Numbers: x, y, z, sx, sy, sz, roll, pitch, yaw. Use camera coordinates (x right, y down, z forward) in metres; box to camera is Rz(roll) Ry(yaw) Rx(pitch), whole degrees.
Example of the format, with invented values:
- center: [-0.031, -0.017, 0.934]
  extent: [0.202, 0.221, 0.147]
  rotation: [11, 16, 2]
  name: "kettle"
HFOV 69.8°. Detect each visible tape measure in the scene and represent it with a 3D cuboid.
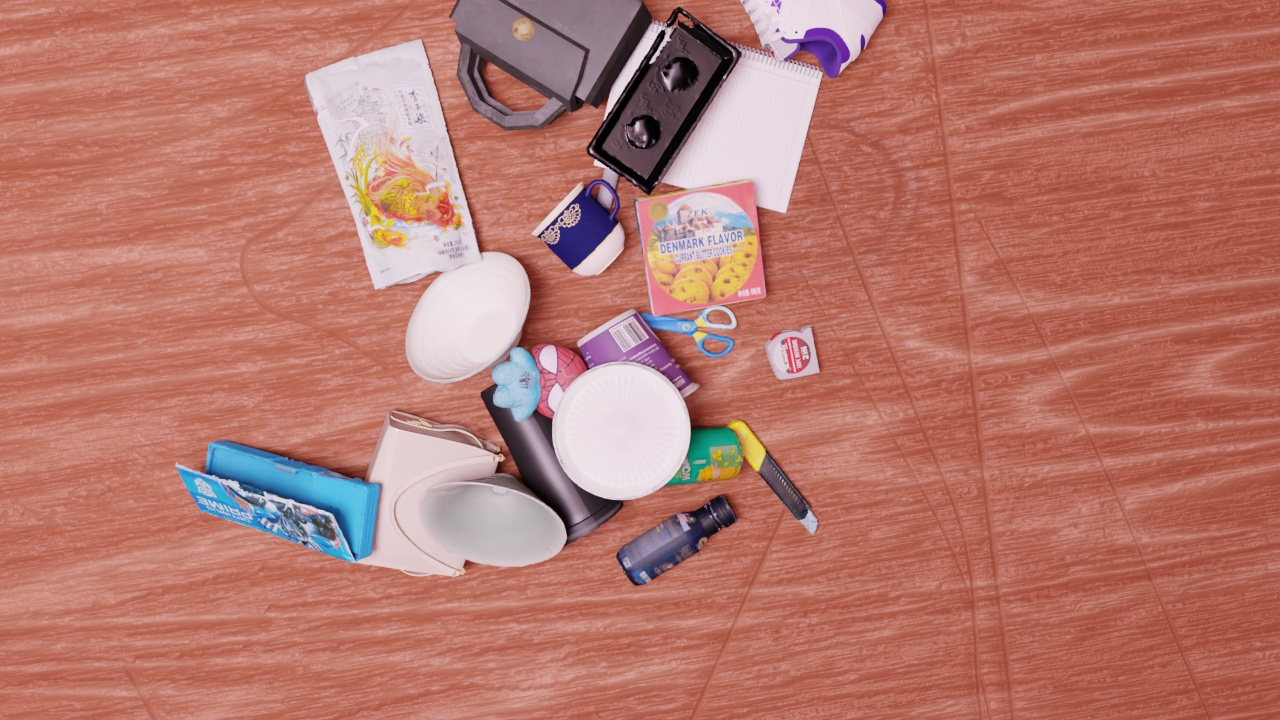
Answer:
- center: [0.192, -0.009, 1.163]
  extent: [0.062, 0.020, 0.060]
  rotation: [-13, 100, -1]
  name: "tape measure"

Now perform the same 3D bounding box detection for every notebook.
- center: [0.083, -0.294, 1.104]
  extent: [0.245, 0.013, 0.178]
  rotation: [12, 99, -11]
  name: "notebook"

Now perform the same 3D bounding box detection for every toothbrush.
- center: [-0.022, -0.277, 1.107]
  extent: [0.019, 0.018, 0.188]
  rotation: [13, 98, -8]
  name: "toothbrush"

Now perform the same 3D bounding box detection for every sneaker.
- center: [0.157, -0.411, 1.061]
  extent: [0.244, 0.092, 0.111]
  rotation: [24, 94, -13]
  name: "sneaker"

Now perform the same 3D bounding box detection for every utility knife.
- center: [0.174, 0.153, 1.188]
  extent: [0.029, 0.020, 0.188]
  rotation: [-38, 98, 3]
  name: "utility knife"

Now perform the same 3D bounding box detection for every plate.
- center: [-0.021, 0.079, 1.043]
  extent: [0.157, 0.014, 0.157]
  rotation: [0, 85, 2]
  name: "plate"

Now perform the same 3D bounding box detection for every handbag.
- center: [-0.242, 0.176, 1.137]
  extent: [0.197, 0.101, 0.195]
  rotation: [17, 98, -18]
  name: "handbag"
- center: [-0.124, -0.360, 1.033]
  extent: [0.197, 0.102, 0.199]
  rotation: [32, 102, 4]
  name: "handbag"

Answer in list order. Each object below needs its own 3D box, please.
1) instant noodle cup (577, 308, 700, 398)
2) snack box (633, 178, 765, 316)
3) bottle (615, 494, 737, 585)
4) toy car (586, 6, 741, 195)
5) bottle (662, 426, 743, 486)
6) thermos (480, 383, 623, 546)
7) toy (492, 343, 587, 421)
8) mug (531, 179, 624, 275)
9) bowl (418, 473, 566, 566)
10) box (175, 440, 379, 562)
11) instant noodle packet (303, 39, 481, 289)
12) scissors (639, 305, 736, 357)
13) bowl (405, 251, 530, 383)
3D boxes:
- center: [-0.007, 0.007, 1.117]
  extent: [0.136, 0.122, 0.122]
  rotation: [-31, 90, -43]
  name: "instant noodle cup"
- center: [0.073, -0.137, 1.117]
  extent: [0.142, 0.040, 0.145]
  rotation: [-10, 107, -1]
  name: "snack box"
- center: [0.047, 0.228, 1.174]
  extent: [0.161, 0.056, 0.056]
  rotation: [-32, 100, 1]
  name: "bottle"
- center: [0.021, -0.294, 1.052]
  extent: [0.094, 0.071, 0.192]
  rotation: [31, 95, -15]
  name: "toy car"
- center: [0.021, 0.119, 1.113]
  extent: [0.209, 0.068, 0.068]
  rotation: [-1, 100, -26]
  name: "bottle"
- center: [-0.113, 0.118, 1.128]
  extent: [0.106, 0.106, 0.218]
  rotation: [-28, 95, 1]
  name: "thermos"
- center: [-0.113, 0.025, 1.064]
  extent: [0.132, 0.062, 0.092]
  rotation: [-4, 78, -42]
  name: "toy"
- center: [-0.059, -0.157, 1.086]
  extent: [0.089, 0.085, 0.112]
  rotation: [44, 119, -11]
  name: "mug"
- center: [-0.169, 0.170, 1.082]
  extent: [0.174, 0.067, 0.174]
  rotation: [4, 136, 4]
  name: "bowl"
- center: [-0.429, 0.166, 1.070]
  extent: [0.244, 0.085, 0.092]
  rotation: [11, 96, 22]
  name: "box"
- center: [-0.289, -0.229, 1.083]
  extent: [0.147, 0.057, 0.269]
  rotation: [-17, 95, -2]
  name: "instant noodle packet"
- center: [0.057, -0.037, 1.154]
  extent: [0.130, 0.022, 0.070]
  rotation: [3, 99, -9]
  name: "scissors"
- center: [-0.192, -0.040, 1.092]
  extent: [0.177, 0.176, 0.058]
  rotation: [-41, 140, 3]
  name: "bowl"
